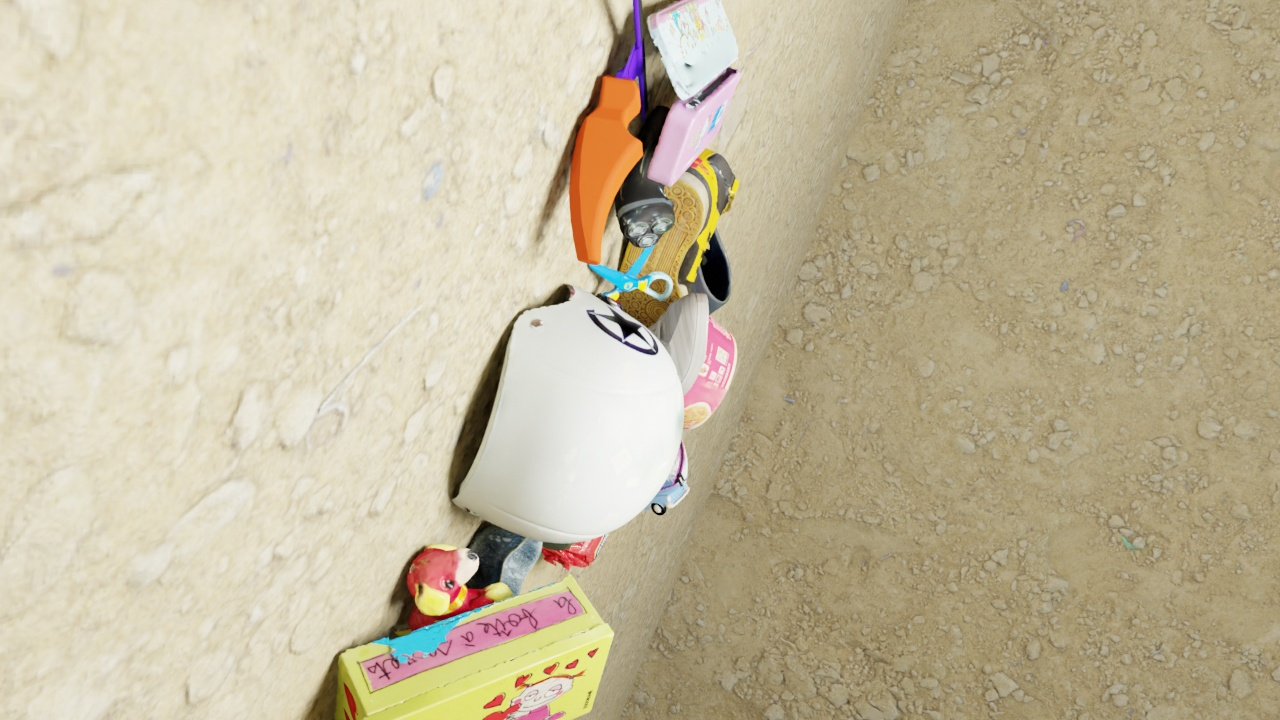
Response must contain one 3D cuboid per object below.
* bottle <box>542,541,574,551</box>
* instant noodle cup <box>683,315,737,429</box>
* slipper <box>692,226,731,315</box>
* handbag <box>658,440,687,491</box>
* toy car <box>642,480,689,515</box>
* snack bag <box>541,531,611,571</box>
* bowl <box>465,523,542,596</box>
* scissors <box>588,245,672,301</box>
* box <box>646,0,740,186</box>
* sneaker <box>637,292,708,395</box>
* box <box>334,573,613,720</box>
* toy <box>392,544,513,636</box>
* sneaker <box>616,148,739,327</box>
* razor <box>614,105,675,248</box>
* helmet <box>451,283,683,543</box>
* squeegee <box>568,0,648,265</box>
[{"bbox_3d":[-0.066,0.139,1.111,0.206,0.071,0.072,-52,161,-50],"label":"bottle"},{"bbox_3d":[0.053,0.011,1.161,0.179,0.077,0.178,-48,-152,37],"label":"instant noodle cup"},{"bbox_3d":[0.083,-0.124,1.204,0.269,0.083,0.110,88,15,-58],"label":"slipper"},{"bbox_3d":[0.013,0.090,1.273,0.067,0.145,0.170,-13,107,-37],"label":"handbag"},{"bbox_3d":[-0.001,0.194,1.358,0.056,0.154,0.055,-39,114,-48],"label":"toy car"},{"bbox_3d":[-0.067,0.205,1.221,0.176,0.082,0.082,-57,165,-33],"label":"snack bag"},{"bbox_3d":[-0.144,0.203,0.932,0.110,0.055,0.110,-61,166,-26],"label":"bowl"},{"bbox_3d":[-0.013,-0.078,0.953,0.130,0.014,0.126,6,128,-47],"label":"scissors"},{"bbox_3d":[0.051,-0.255,0.838,0.213,0.051,0.149,-58,148,-58],"label":"box"},{"bbox_3d":[-0.006,0.006,1.011,0.237,0.089,0.099,123,-28,-44],"label":"sneaker"},{"bbox_3d":[-0.143,0.277,0.781,0.220,0.082,0.125,-11,133,-36],"label":"box"},{"bbox_3d":[-0.170,0.217,0.815,0.105,0.067,0.137,-26,135,-11],"label":"toy"},{"bbox_3d":[0.040,-0.131,1.029,0.239,0.086,0.121,105,12,-46],"label":"sneaker"},{"bbox_3d":[0.014,-0.179,0.884,0.053,0.064,0.140,37,65,-60],"label":"razor"},{"bbox_3d":[-0.041,0.064,0.866,0.237,0.164,0.263,-68,169,10],"label":"helmet"},{"bbox_3d":[-0.027,-0.169,0.742,0.249,0.055,0.184,76,23,-82],"label":"squeegee"}]
